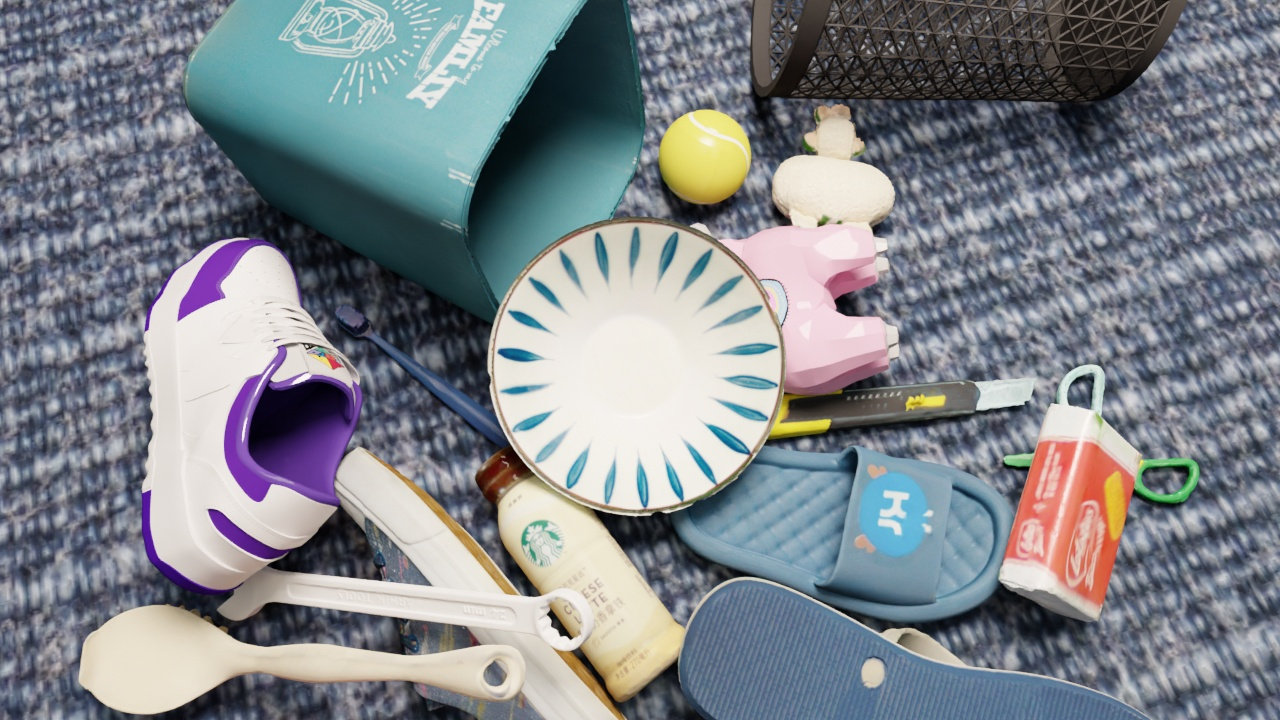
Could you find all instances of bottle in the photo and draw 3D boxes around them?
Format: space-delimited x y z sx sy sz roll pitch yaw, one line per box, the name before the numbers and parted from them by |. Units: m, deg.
bottle | -0.039 0.123 0.553 0.056 0.057 0.162 -36 73 -13

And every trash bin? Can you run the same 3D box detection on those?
trash bin | 0.221 -0.279 0.636 0.243 0.217 0.216 6 69 -5
trash bin | -0.138 -0.152 0.593 0.219 0.199 0.196 22 70 15

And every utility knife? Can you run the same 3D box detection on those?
utility knife | 0.167 0.029 0.612 0.203 0.020 0.028 -6 71 -4

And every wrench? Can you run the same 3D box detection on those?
wrench | -0.147 0.131 0.507 0.274 0.009 0.047 -2 96 27

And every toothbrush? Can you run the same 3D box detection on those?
toothbrush | -0.132 0.019 0.612 0.190 0.017 0.016 35 73 12

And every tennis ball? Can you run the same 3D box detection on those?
tennis ball | 0.045 -0.144 0.650 0.065 0.065 0.065 0 69 -1

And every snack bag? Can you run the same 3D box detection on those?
snack bag | 0.260 0.093 0.553 0.077 0.036 0.115 31 74 -35

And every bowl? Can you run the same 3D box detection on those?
bowl | -0.003 0.003 0.574 0.177 0.071 0.177 0 90 -5

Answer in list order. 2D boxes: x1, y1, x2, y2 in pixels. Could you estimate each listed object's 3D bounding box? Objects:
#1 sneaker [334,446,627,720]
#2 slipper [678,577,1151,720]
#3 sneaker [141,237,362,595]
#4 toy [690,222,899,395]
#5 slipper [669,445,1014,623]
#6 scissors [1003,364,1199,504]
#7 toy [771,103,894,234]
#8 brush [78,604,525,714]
sneaker | -0.111 0.152 0.530 0.079 0.087 0.235 -43 78 -9
slipper | 0.159 0.212 0.520 0.295 0.060 0.118 23 74 3
sneaker | -0.219 0.006 0.542 0.111 0.092 0.243 -26 55 19
toy | 0.086 -0.038 0.604 0.158 0.067 0.123 -5 76 16
slipper | 0.123 0.101 0.563 0.214 0.059 0.103 8 72 4
scissors | 0.301 0.061 0.603 0.125 0.011 0.131 1 72 1
toy | 0.137 -0.123 0.651 0.087 0.050 0.112 4 61 -4
brush | -0.185 0.164 0.498 0.273 0.077 0.062 -4 88 19
